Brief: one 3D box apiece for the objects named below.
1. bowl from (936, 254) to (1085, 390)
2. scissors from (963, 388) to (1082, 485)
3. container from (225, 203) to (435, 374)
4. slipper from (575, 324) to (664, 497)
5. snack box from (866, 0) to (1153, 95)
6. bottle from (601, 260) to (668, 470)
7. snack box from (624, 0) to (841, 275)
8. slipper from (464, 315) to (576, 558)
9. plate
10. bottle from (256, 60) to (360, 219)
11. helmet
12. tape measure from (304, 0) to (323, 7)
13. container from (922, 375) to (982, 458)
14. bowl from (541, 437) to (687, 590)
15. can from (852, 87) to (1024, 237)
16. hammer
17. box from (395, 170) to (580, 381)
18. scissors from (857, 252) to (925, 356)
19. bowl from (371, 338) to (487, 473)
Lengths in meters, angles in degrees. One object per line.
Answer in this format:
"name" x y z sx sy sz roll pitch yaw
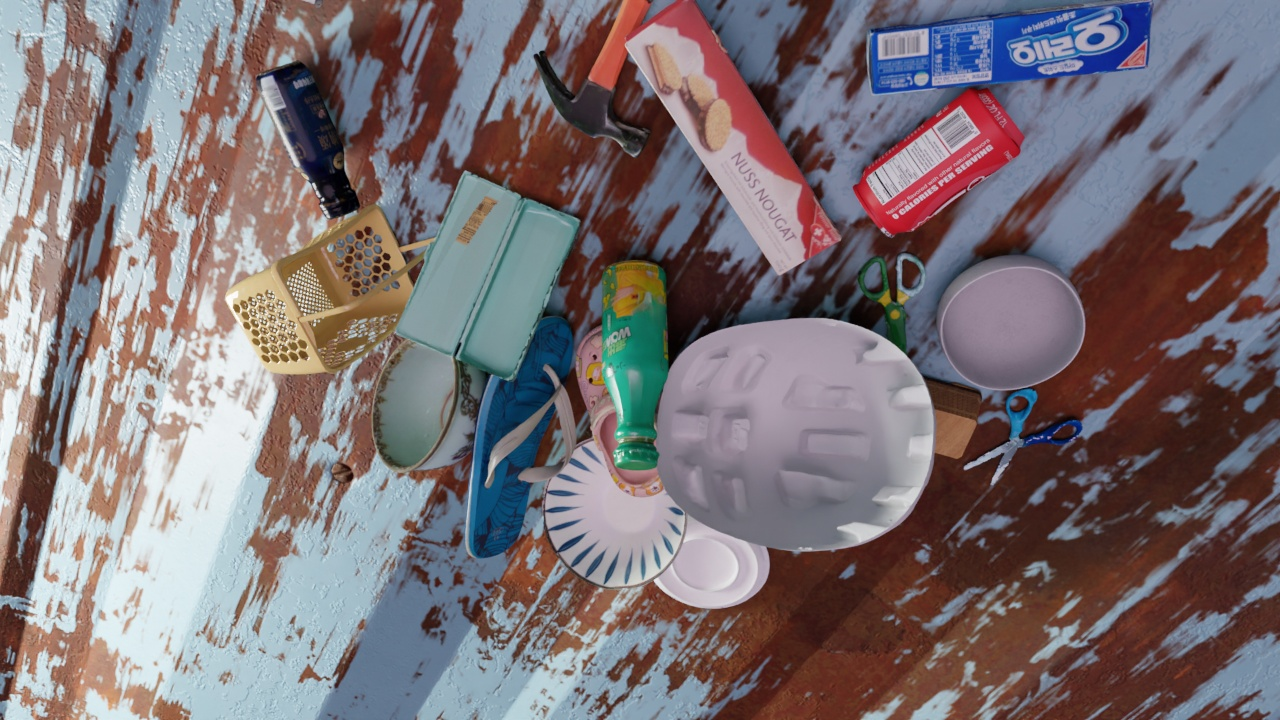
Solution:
"bowl" 0.359 -0.043 0.900 0.132 0.064 0.132 5 118 10
"scissors" 0.414 0.093 0.987 0.104 0.015 0.134 17 120 2
"container" -0.307 -0.074 0.961 0.167 0.182 0.129 -12 114 25
"slipper" -0.023 0.056 0.994 0.093 0.081 0.197 -14 89 17
"snack box" 0.313 -0.272 0.797 0.227 0.059 0.059 -3 112 13
"bottle" -0.006 0.005 0.932 0.068 0.068 0.209 -5 72 14
"snack box" 0.091 -0.207 0.867 0.077 0.044 0.273 -30 113 17
"slipper" -0.130 0.095 1.016 0.060 0.118 0.295 27 108 40
"plate" 0.081 0.250 1.138 0.157 0.014 0.157 5 117 9
"bottle" -0.344 -0.228 0.961 0.056 0.056 0.161 -11 114 17
"helmet" 0.162 0.071 0.904 0.283 0.183 0.224 -9 78 50
"tape measure" -0.338 -0.387 0.898 0.060 0.020 0.062 20 118 1
"container" 0.299 0.057 0.965 0.114 0.061 0.063 16 119 4
"bowl" -0.021 0.173 1.075 0.177 0.070 0.177 0 91 19
"can" 0.272 -0.180 0.842 0.143 0.074 0.074 -37 104 26
"hammer" 0.012 -0.360 0.834 0.133 0.033 0.334 28 118 -2
"box" -0.158 -0.087 0.954 0.136 0.033 0.186 24 85 0
"scissors" 0.269 -0.051 0.946 0.071 0.014 0.130 -12 113 18
"bowl" -0.223 0.054 1.046 0.093 0.159 0.160 18 129 -45
